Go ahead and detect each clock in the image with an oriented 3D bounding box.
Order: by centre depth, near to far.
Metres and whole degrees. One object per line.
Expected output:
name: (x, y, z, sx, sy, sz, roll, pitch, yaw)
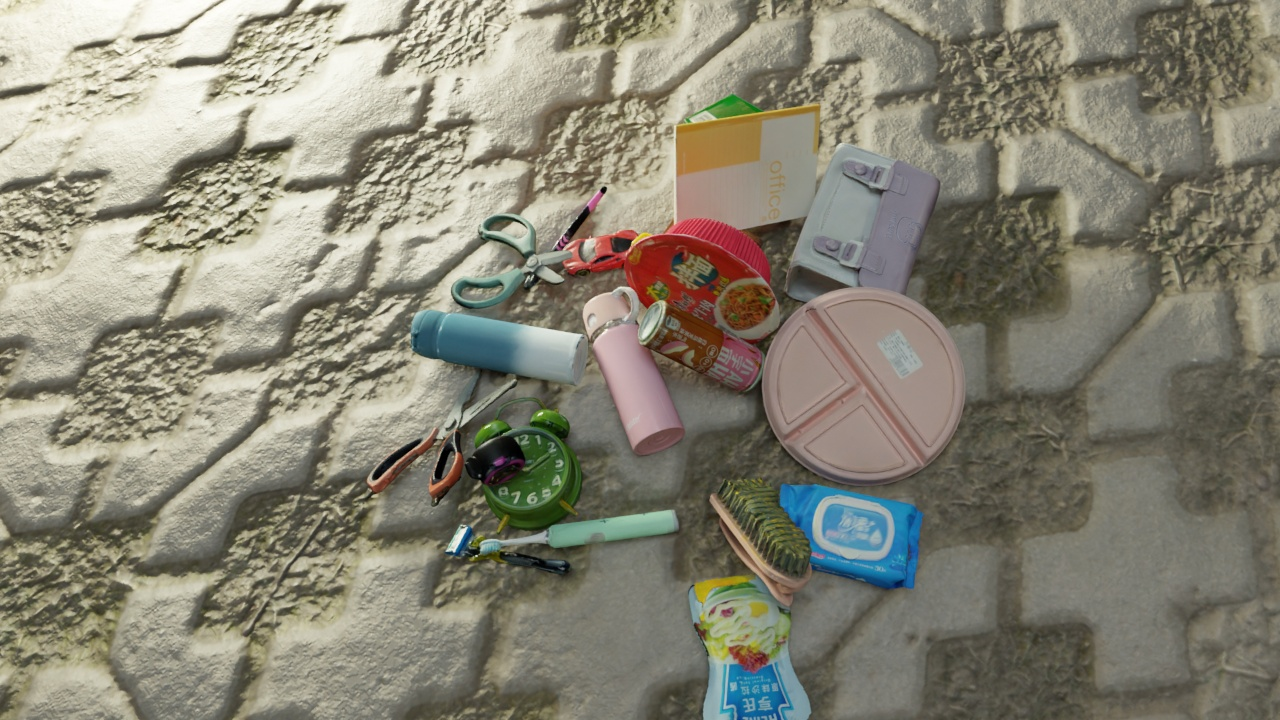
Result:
clock: (-0.131, 0.118, 1.064, 0.116, 0.056, 0.161, -13, 64, -2)

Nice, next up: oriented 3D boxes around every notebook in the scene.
notebook: (0.133, -0.231, 1.134, 0.206, 0.146, 0.010, -14, 30, -23)

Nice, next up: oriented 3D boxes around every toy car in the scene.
toy car: (-0.051, -0.141, 1.193, 0.106, 0.031, 0.049, -11, 63, 3)

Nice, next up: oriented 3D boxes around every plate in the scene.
plate: (0.254, 0.028, 1.043, 0.229, 0.028, 0.229, -1, 85, 6)

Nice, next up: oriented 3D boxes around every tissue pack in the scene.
tissue pack: (0.225, 0.189, 0.999, 0.157, 0.052, 0.094, 11, 66, 10)

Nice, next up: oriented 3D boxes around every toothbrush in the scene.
toothbrush: (-0.069, 0.194, 1.029, 0.224, 0.026, 0.027, -7, 30, -3)
toothbrush: (-0.096, -0.164, 1.215, 0.014, 0.018, 0.188, 44, 69, -23)

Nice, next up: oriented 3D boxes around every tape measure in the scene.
tape measure: (-0.156, 0.112, 1.005, 0.058, 0.057, 0.039, -36, 69, 6)

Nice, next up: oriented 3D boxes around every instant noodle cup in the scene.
instant noodle cup: (0.081, -0.099, 1.077, 0.194, 0.194, 0.065, 21, 60, 14)

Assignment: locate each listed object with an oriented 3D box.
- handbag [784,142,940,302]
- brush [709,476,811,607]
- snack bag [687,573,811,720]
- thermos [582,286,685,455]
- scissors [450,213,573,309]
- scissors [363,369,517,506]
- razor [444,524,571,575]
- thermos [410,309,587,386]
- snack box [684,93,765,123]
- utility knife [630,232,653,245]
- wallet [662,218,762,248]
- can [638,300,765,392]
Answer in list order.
handbag: (0.278, -0.158, 1.139, 0.145, 0.098, 0.196, 20, 69, 8)
brush: (0.132, 0.190, 0.975, 0.063, 0.073, 0.145, 1, 32, -29)
snack bag: (0.113, 0.322, 0.957, 0.110, 0.039, 0.190, -4, 65, -9)
thermos: (-0.006, 0.006, 1.091, 0.067, 0.087, 0.198, 4, 55, -42)
scissors: (-0.169, -0.140, 1.197, 0.173, 0.019, 0.178, -15, 58, 12)
scissors: (-0.235, 0.092, 1.078, 0.189, 0.015, 0.222, -18, 36, 25)
razor: (-0.146, 0.221, 1.036, 0.143, 0.022, 0.042, 11, 43, 10)
thermos: (-0.176, -0.019, 1.129, 0.220, 0.070, 0.070, 10, 66, 11)
snack box: (0.117, -0.277, 1.197, 0.118, 0.118, 0.105, -31, 61, -13)
utility knife: (0.060, -0.128, 1.155, 0.154, 0.015, 0.033, 20, 71, 15)
wallet: (0.082, -0.138, 1.181, 0.124, 0.032, 0.101, 30, 74, 18)
can: (0.072, -0.016, 1.069, 0.147, 0.058, 0.057, 25, 65, -20)
